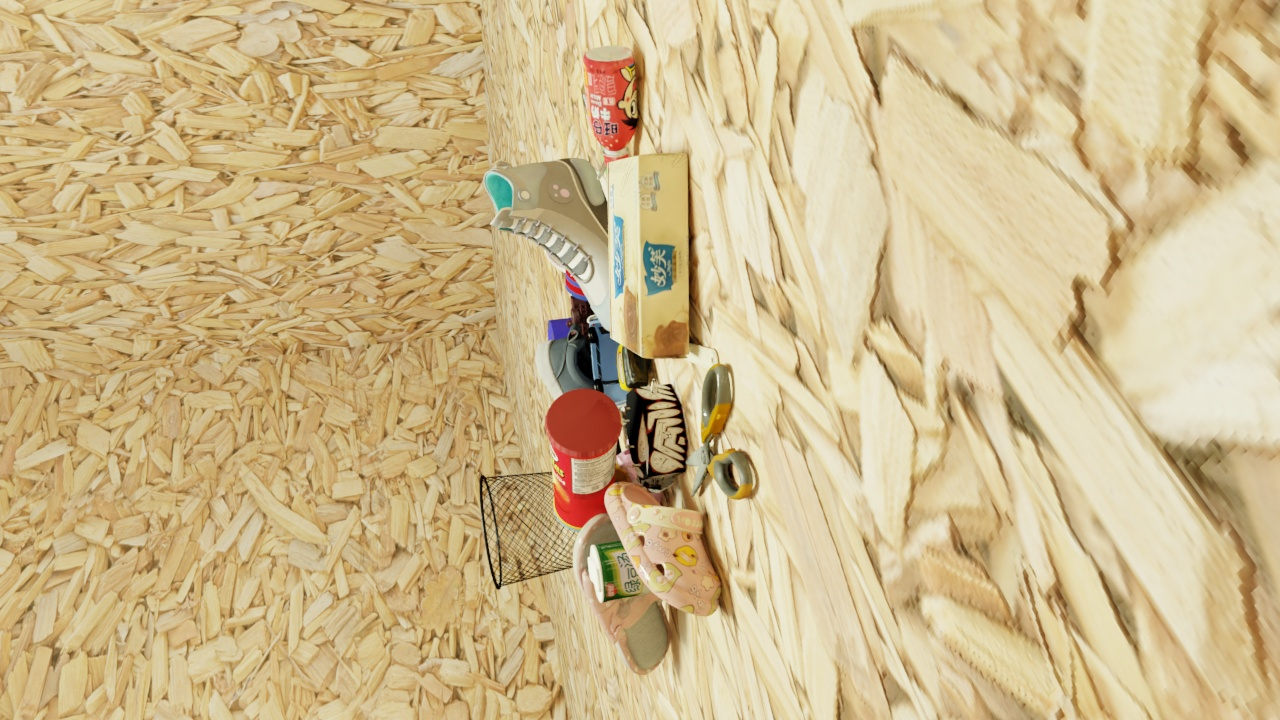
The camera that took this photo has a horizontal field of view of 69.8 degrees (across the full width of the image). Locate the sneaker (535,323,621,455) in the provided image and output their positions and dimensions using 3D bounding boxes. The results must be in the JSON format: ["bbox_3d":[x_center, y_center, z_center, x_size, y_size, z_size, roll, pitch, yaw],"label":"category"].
[{"bbox_3d":[-0.068,0.058,1.340,0.236,0.087,0.089,63,-158,-22],"label":"sneaker"}]

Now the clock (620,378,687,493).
[{"bbox_3d":[0.007,0.098,1.112,0.155,0.065,0.114,102,157,-54],"label":"clock"}]

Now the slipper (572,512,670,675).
[{"bbox_3d":[-0.011,0.308,1.182,0.054,0.114,0.275,16,137,43],"label":"slipper"}]

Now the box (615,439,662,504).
[{"bbox_3d":[-0.021,0.184,1.309,0.231,0.061,0.160,99,159,-52],"label":"box"}]

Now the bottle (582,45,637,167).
[{"bbox_3d":[-0.033,-0.294,1.080,0.062,0.062,0.138,-113,14,-51],"label":"bottle"}]

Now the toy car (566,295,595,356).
[{"bbox_3d":[-0.070,-0.033,1.379,0.061,0.070,0.170,-114,16,-54],"label":"toy car"}]

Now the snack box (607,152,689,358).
[{"bbox_3d":[0.006,-0.114,0.993,0.153,0.055,0.207,-148,56,-73],"label":"snack box"}]

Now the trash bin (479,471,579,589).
[{"bbox_3d":[-0.139,0.259,1.484,0.184,0.210,0.184,169,92,-86],"label":"trash bin"}]

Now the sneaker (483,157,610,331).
[{"bbox_3d":[-0.103,-0.143,1.165,0.093,0.160,0.256,-40,66,49],"label":"sneaker"}]

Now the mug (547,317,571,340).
[{"bbox_3d":[-0.100,-0.017,1.484,0.079,0.083,0.111,112,149,-66],"label":"mug"}]

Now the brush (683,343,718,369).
[{"bbox_3d":[0.047,-0.011,0.999,0.218,0.012,0.033,-157,61,-74],"label":"brush"}]

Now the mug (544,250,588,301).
[{"bbox_3d":[-0.086,-0.142,1.302,0.074,0.112,0.076,-56,-22,-43],"label":"mug"}]

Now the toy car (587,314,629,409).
[{"bbox_3d":[-0.038,0.003,1.271,0.055,0.056,0.153,67,-167,-60],"label":"toy car"}]

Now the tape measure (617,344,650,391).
[{"bbox_3d":[-0.007,0.007,1.188,0.064,0.037,0.065,118,145,-68],"label":"tape measure"}]

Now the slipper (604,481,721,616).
[{"bbox_3d":[0.030,0.191,1.014,0.082,0.093,0.197,-54,46,16],"label":"slipper"}]

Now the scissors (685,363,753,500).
[{"bbox_3d":[0.074,0.103,0.928,0.226,0.016,0.175,99,160,-52],"label":"scissors"}]

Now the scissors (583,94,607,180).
[{"bbox_3d":[-0.043,-0.254,1.162,0.171,0.021,0.173,-80,-22,-59],"label":"scissors"}]

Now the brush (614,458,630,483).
[{"bbox_3d":[-0.031,0.159,1.208,0.048,0.017,0.126,26,135,54],"label":"brush"}]

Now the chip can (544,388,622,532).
[{"bbox_3d":[-0.069,0.126,1.111,0.214,0.087,0.087,95,163,-55],"label":"chip can"}]

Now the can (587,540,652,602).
[{"bbox_3d":[0.003,0.243,1.085,0.067,0.121,0.067,172,91,-78],"label":"can"}]
